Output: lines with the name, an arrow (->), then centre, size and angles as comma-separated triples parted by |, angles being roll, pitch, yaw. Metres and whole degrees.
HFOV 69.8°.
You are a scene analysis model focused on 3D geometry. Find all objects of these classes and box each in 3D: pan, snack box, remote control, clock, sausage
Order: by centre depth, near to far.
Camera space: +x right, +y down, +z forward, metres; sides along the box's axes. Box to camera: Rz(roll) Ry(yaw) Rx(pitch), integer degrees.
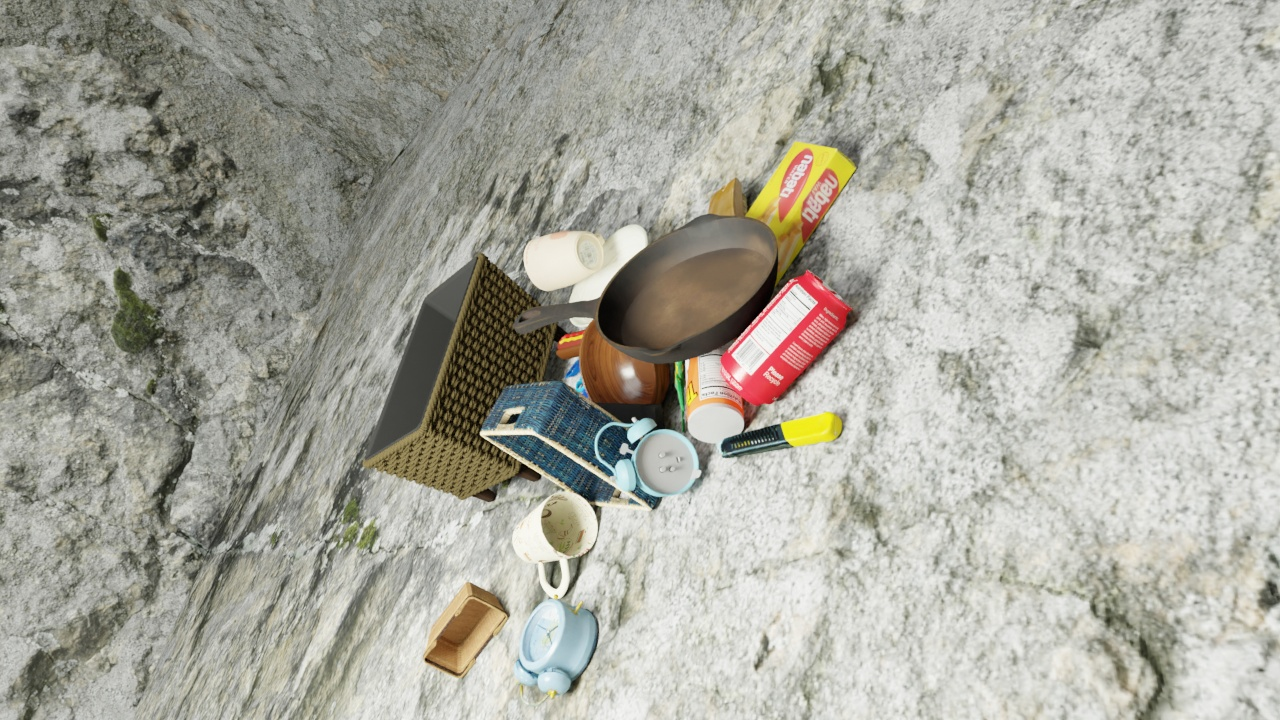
clock -> 0.008, 0.108, 1.018 | 0.042, 0.123, 0.087 | 132, 160, -67
clock -> -0.100, 0.329, 1.037 | 0.089, 0.051, 0.124 | -6, 56, 53
pan -> 0.002, -0.068, 1.090 | 0.357, 0.043, 0.248 | -11, 40, 29
snack box -> 0.172, -0.172, 1.127 | 0.201, 0.042, 0.092 | -56, 30, 3
remote control -> -0.019, 0.082, 1.149 | 0.134, 0.013, 0.058 | 0, 101, 49
sausage -> -0.065, -0.032, 1.341 | 0.156, 0.040, 0.040 | -13, 51, 43

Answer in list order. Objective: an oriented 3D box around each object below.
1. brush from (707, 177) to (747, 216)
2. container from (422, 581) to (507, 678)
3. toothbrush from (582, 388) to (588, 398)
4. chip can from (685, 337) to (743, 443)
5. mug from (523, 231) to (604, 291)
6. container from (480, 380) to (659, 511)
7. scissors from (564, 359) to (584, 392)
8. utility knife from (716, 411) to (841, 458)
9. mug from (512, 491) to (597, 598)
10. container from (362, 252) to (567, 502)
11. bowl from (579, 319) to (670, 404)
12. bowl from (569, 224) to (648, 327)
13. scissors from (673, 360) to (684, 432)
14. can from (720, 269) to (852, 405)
brush -> 0.120, -0.191, 1.232 | 0.049, 0.039, 0.116 | -34, 35, 35
container -> -0.233, 0.352, 1.216 | 0.114, 0.063, 0.061 | -53, 21, 8
toothbrush -> -0.080, 0.054, 1.290 | 0.011, 0.016, 0.186 | -1, 71, 65
chip can -> 0.084, -0.004, 1.074 | 0.062, 0.062, 0.209 | -37, 34, 32
mug -> -0.103, -0.162, 1.397 | 0.105, 0.085, 0.111 | -8, 25, 44
container -> -0.075, 0.101, 1.084 | 0.146, 0.187, 0.071 | -7, 52, 55
scissors -> -0.070, -0.014, 1.374 | 0.135, 0.015, 0.086 | -56, 29, -2
utility knife -> 0.137, 0.080, 0.952 | 0.171, 0.020, 0.028 | -17, 46, 48
mug -> -0.109, 0.235, 1.144 | 0.097, 0.081, 0.122 | -34, 62, 48
container -> -0.243, 0.042, 1.384 | 0.177, 0.205, 0.320 | -28, 40, 42
bowl -> -0.007, 0.007, 1.179 | 0.147, 0.068, 0.147 | 17, 113, 45
bowl -> -0.030, -0.113, 1.366 | 0.177, 0.057, 0.176 | -38, 34, 32
scissors -> 0.047, 0.028, 1.116 | 0.119, 0.012, 0.128 | 90, 178, -80
can -> 0.152, -0.022, 0.973 | 0.143, 0.074, 0.074 | -49, 29, 15
